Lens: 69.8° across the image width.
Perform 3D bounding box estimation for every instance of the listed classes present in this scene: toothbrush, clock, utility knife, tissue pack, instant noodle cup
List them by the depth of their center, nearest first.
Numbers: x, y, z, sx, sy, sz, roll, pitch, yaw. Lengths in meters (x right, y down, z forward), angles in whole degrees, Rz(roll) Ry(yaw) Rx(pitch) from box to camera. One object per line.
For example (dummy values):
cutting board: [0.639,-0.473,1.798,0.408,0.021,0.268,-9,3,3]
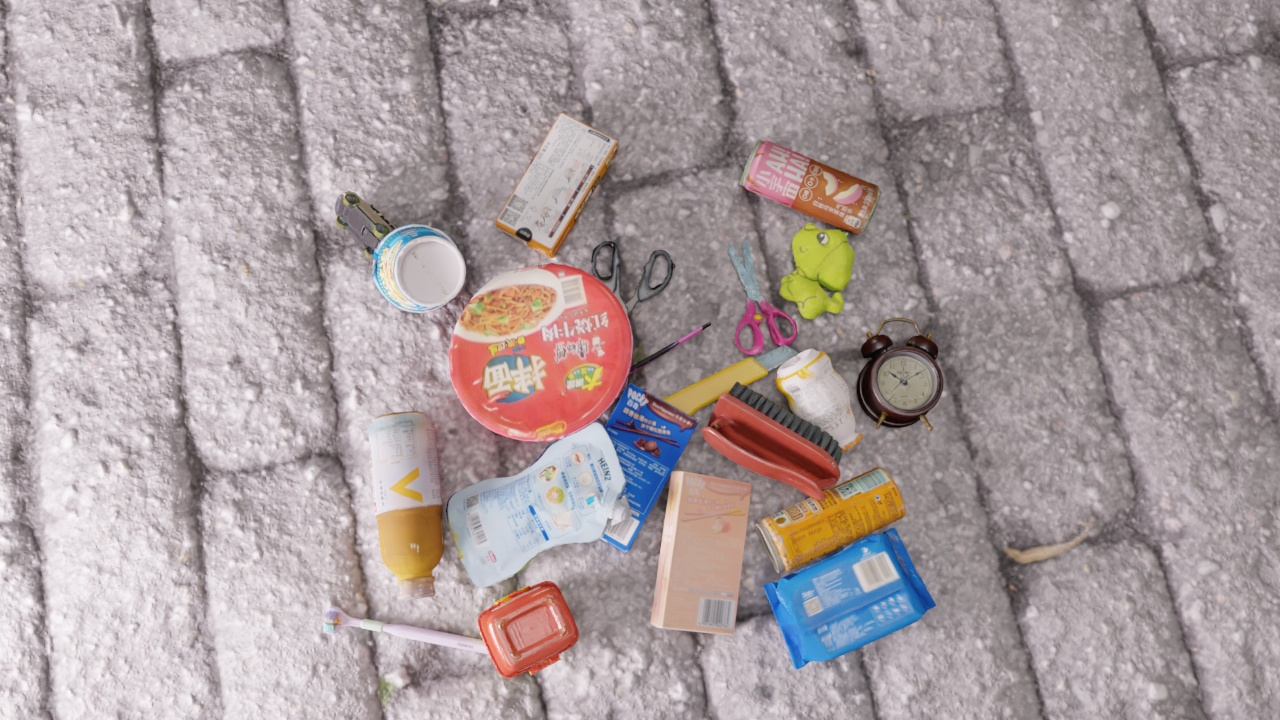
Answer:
tissue pack: [0.209,0.241,0.931,0.157,0.052,0.095,-23,78,-4]
toothbrush: [-0.232,0.282,0.944,0.189,0.021,0.029,10,90,0]
instant noodle cup: [-0.226,-0.094,0.956,0.099,0.110,0.099,-3,99,-20]
instant noodle cup: [-0.099,-0.003,0.966,0.194,0.066,0.193,-2,74,8]
clock: [0.275,0.015,0.972,0.082,0.055,0.121,2,77,1]
utility knife: [0.083,0.031,0.990,0.193,0.015,0.033,-26,83,-1]
toothbrush: [-0.006,0.006,0.992,0.189,0.014,0.017,-31,74,-2]

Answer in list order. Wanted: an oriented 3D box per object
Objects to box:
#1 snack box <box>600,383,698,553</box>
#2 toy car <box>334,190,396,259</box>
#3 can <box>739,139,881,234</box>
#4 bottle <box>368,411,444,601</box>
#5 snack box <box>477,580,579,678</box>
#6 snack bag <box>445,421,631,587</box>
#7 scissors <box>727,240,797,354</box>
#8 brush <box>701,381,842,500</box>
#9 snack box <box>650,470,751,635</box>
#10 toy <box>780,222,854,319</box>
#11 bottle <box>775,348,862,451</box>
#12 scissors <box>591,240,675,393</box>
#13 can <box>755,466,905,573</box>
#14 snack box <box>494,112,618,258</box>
snack box: [-0.012,0.112,0.963,0.084,0.026,0.157,29,88,5]
toy car: [-0.303,-0.150,1.019,0.090,0.042,0.035,43,38,7]
can: [0.187,-0.191,1.011,0.147,0.058,0.058,24,80,5]
bottle: [-0.239,0.149,0.946,0.068,0.068,0.189,-8,79,-1]
snack box: [-0.109,0.267,0.909,0.091,0.080,0.082,-24,80,-17]
snack bag: [-0.103,0.149,0.940,0.191,0.039,0.110,-26,66,9]
scissors: [0.135,-0.074,1.013,0.077,0.017,0.137,-6,75,0]
brush: [0.138,0.089,0.947,0.146,0.063,0.069,30,55,10]
snack box: [0.063,0.197,0.939,0.084,0.026,0.157,13,78,-23]
toy: [0.197,-0.098,1.008,0.100,0.031,0.096,-43,81,-3]
bottle: [0.190,0.044,0.965,0.063,0.063,0.108,-33,95,-6]
scissors: [-0.020,-0.055,1.013,0.159,0.014,0.170,-35,82,-2]
can: [0.195,0.163,0.943,0.146,0.058,0.058,-24,80,-4]
snack box: [-0.093,-0.197,1.032,0.075,0.026,0.153,28,80,6]
